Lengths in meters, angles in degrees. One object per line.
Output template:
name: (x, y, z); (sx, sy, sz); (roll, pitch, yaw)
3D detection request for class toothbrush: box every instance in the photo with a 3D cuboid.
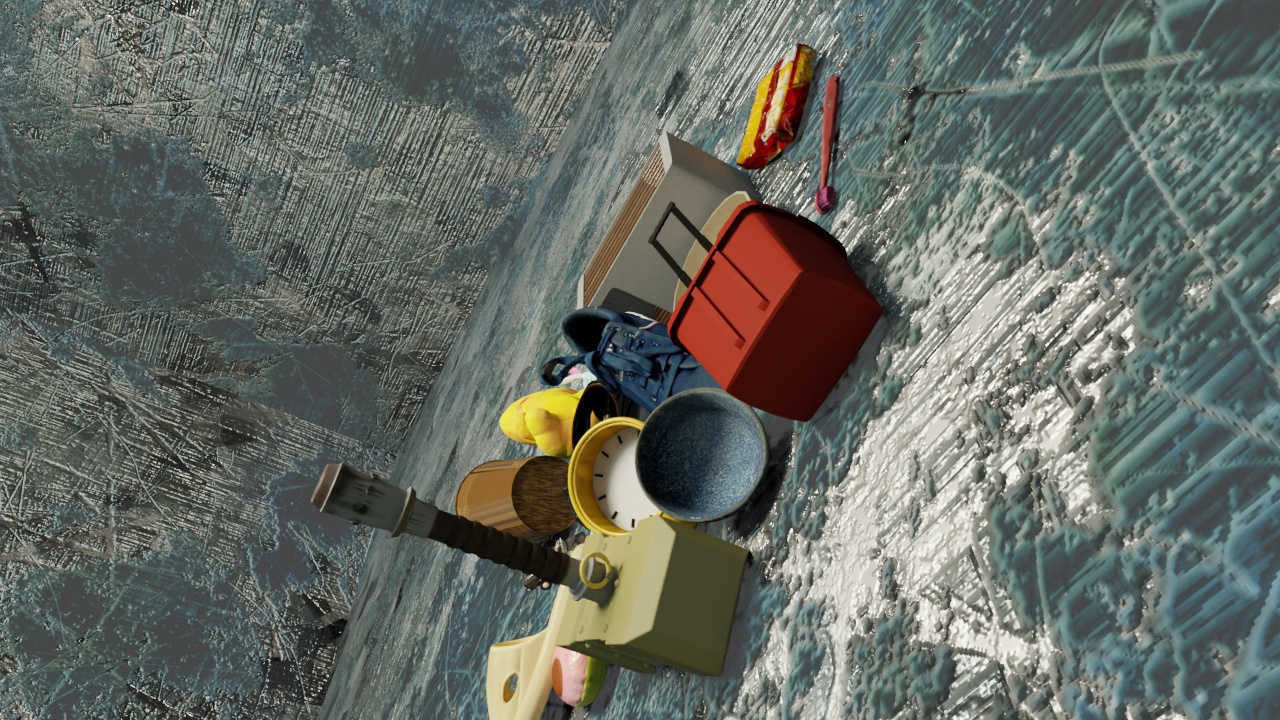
toothbrush: (0.186, -0.215, 0.897); (0.017, 0.016, 0.189); (-38, 32, 49)

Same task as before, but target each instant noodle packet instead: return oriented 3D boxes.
instant noodle packet: (0.156, -0.289, 1.046); (0.099, 0.039, 0.135); (-27, 44, 64)

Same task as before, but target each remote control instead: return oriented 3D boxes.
remote control: (-0.061, 0.179, 1.087); (0.022, 0.047, 0.150); (-24, 7, -15)

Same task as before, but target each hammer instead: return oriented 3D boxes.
hammer: (-0.100, 0.155, 0.737); (0.191, 0.324, 0.100); (-34, 36, 61)

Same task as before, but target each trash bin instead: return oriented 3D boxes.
trash bin: (0.027, -0.134, 1.099); (0.229, 0.114, 0.114); (-57, 19, 27)

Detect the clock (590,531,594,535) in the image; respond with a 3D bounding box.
clock: (-0.019, 0.185, 0.927); (0.094, 0.042, 0.119); (22, 95, 69)

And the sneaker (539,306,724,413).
sneaker: (-0.006, 0.006, 0.940); (0.295, 0.127, 0.121); (32, 100, 55)

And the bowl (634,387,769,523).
bowl: (0.058, 0.085, 0.778); (0.061, 0.114, 0.114); (44, -117, -62)

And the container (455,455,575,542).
container: (-0.158, 0.188, 1.230); (0.168, 0.132, 0.132); (-25, 44, 57)

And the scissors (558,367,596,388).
scissors: (-0.065, 0.010, 1.296); (0.103, 0.016, 0.179); (-32, 13, -15)

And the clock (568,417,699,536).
clock: (0.002, 0.111, 0.855); (0.152, 0.052, 0.113); (1, 84, 31)

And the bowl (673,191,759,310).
bowl: (0.094, -0.097, 0.957); (0.153, 0.050, 0.152); (-56, 20, 31)

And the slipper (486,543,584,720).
slipper: (-0.120, 0.313, 0.982); (0.111, 0.079, 0.261); (121, 171, -78)

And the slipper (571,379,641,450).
slipper: (-0.042, 0.059, 1.110); (0.113, 0.075, 0.267); (-56, 17, 34)

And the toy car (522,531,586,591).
toy car: (-0.100, 0.235, 1.081); (0.092, 0.037, 0.040); (-32, 18, -1)

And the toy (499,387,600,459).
toy: (-0.113, 0.085, 1.288); (0.194, 0.134, 0.087); (3, 114, 67)

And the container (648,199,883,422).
container: (0.095, -0.057, 0.770); (0.148, 0.127, 0.200); (-60, 28, 19)

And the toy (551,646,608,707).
toy: (-0.056, 0.282, 0.903); (0.090, 0.051, 0.109); (145, 141, -72)
